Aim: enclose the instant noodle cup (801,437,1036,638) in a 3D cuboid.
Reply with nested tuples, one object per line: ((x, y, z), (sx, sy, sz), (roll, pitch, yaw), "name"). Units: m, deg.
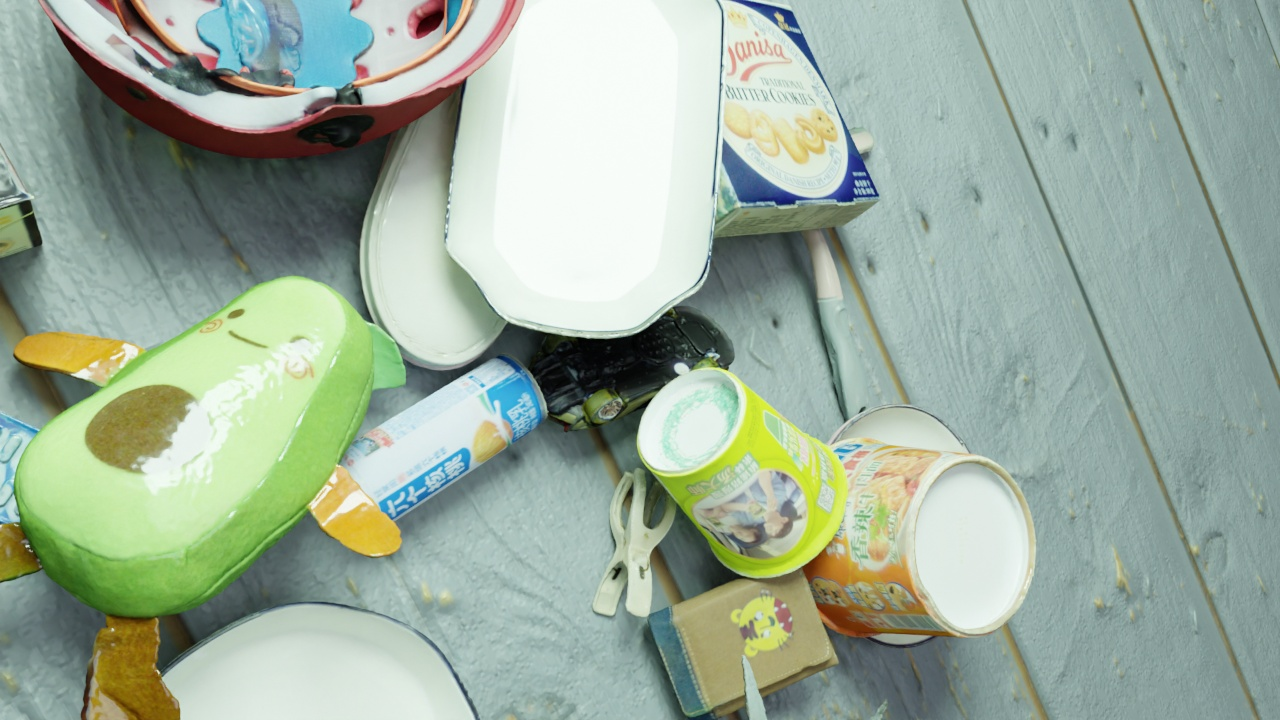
((0.196, 0.128, 0.653), (0.151, 0.112, 0.151), (4, 82, -28), "instant noodle cup")

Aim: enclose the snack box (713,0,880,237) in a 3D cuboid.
((0.080, -0.184, 0.677), (0.177, 0.046, 0.182), (-13, 77, -44), "snack box")

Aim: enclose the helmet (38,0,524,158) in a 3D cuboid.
((-0.195, -0.203, 0.506), (0.239, 0.144, 0.207), (-3, 80, -27), "helmet")

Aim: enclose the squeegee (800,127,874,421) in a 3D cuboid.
((0.147, -0.058, 0.744), (0.247, 0.040, 0.249), (-21, 94, -32), "squeegee")

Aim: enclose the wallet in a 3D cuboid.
((0.072, 0.196, 0.640), (0.115, 0.033, 0.090), (-22, 96, -5), "wallet")

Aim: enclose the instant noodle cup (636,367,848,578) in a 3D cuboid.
((0.063, 0.068, 0.612), (0.123, 0.112, 0.111), (46, 62, -39), "instant noodle cup")

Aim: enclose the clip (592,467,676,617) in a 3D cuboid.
((-0.004, 0.126, 0.630), (0.034, 0.070, 0.099), (23, 65, -26), "clip")

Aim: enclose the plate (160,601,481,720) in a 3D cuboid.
((-0.189, 0.237, 0.504), (0.204, 0.046, 0.204), (5, 80, -30), "plate")

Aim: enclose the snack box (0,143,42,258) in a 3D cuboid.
((-0.341, -0.061, 0.414), (0.113, 0.126, 0.053), (-29, 97, -30), "snack box")

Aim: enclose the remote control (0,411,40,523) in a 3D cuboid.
((-0.294, 0.073, 0.479), (0.125, 0.024, 0.049), (33, 68, -21), "remote control")

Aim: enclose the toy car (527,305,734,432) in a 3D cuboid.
((-0.004, 0.004, 0.638), (0.157, 0.042, 0.070), (-17, 56, -30), "toy car")

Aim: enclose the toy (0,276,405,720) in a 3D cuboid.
((-0.223, 0.048, 0.459), (0.227, 0.090, 0.246), (30, 57, 3), "toy")

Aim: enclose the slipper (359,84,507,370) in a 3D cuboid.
((-0.112, -0.127, 0.597), (0.114, 0.055, 0.274), (16, 78, -27), "slipper")

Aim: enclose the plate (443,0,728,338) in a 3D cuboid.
((-0.031, -0.141, 0.570), (0.162, 0.034, 0.265), (5, 80, -7), "plate")

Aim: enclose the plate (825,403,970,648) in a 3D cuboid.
((0.202, 0.132, 0.744), (0.192, 0.039, 0.192), (4, 82, -28), "plate")

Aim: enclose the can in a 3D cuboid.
((-0.125, 0.050, 0.563), (0.134, 0.053, 0.053), (-34, 99, -29), "can")

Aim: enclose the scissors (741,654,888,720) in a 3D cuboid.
((0.055, 0.211, 0.375), (0.159, 0.014, 0.178), (-10, 84, -32), "scissors")
